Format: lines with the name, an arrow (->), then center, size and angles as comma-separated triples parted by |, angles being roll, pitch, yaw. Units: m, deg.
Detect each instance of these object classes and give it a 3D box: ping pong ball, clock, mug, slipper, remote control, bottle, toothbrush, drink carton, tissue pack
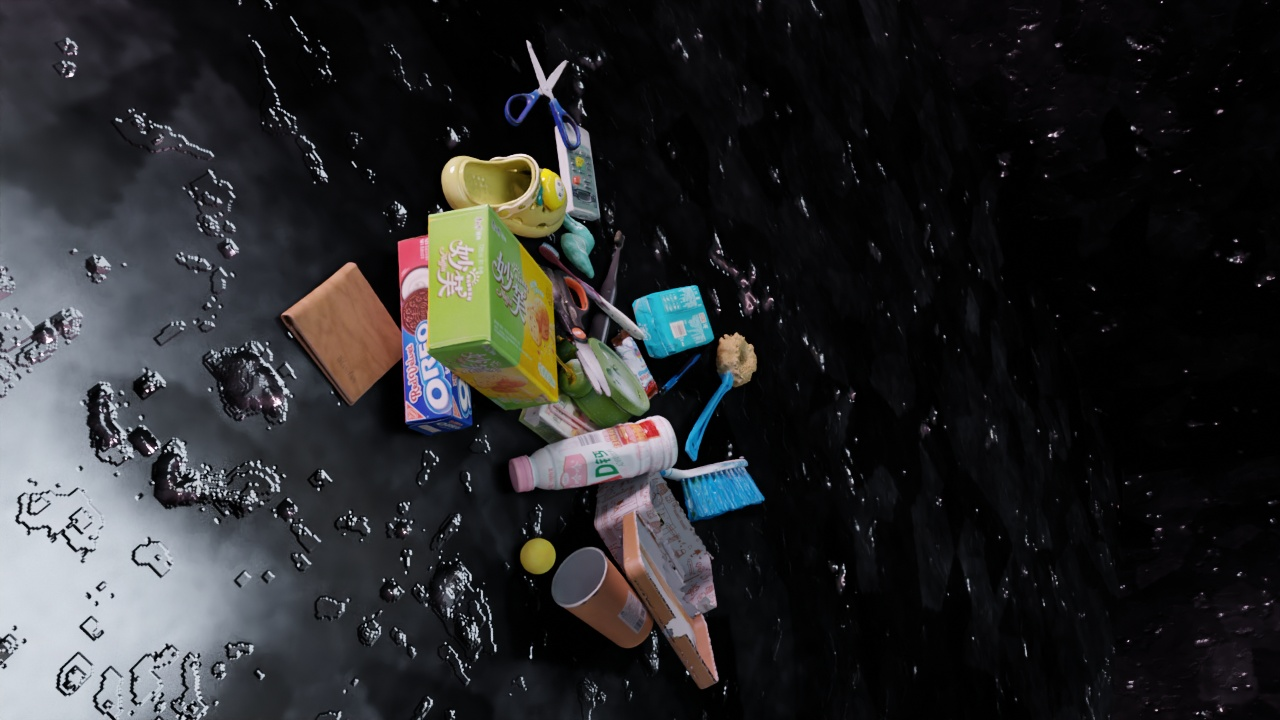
ping pong ball -> -0.117, 0.223, 1.048 | 0.040, 0.040, 0.040 | 21, 61, -45
clock -> -0.057, 0.023, 1.147 | 0.161, 0.056, 0.116 | 43, 14, -30
mug -> -0.039, 0.288, 1.096 | 0.123, 0.078, 0.078 | 50, 44, -33
slipper -> -0.153, -0.207, 1.130 | 0.190, 0.082, 0.091 | 3, 77, -48
remote control -> -0.088, -0.263, 1.277 | 0.056, 0.019, 0.135 | 6, 73, -49
bottle -> -0.056, 0.116, 1.087 | 0.196, 0.068, 0.068 | -11, 85, -21
toothbrush -> -0.045, -0.093, 1.262 | 0.027, 0.026, 0.212 | 59, 35, -52
toothbrush -> 0.073, 0.005, 1.385 | 0.189, 0.016, 0.014 | -43, 120, -46
toothbrush -> -0.063, -0.091, 1.220 | 0.187, 0.016, 0.017 | 41, 37, -16
drink carton -> -0.088, 0.082, 1.130 | 0.122, 0.046, 0.053 | 43, 48, -32
tissue pack -> 0.051, -0.058, 1.347 | 0.133, 0.050, 0.093 | -17, 89, -52

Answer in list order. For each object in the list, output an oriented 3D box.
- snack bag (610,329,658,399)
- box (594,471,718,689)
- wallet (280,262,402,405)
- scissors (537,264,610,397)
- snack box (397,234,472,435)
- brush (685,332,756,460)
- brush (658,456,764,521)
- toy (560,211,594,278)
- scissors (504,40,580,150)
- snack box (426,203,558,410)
snack bag -> -0.008, 0.007, 1.272 | 0.045, 0.026, 0.105 | -41, 107, -46
box -> 0.023, 0.246, 1.079 | 0.177, 0.082, 0.259 | 59, 8, -16
wallet -> -0.297, -0.028, 0.938 | 0.115, 0.020, 0.101 | 59, 42, -22
scissors -> -0.069, -0.039, 1.122 | 0.235, 0.022, 0.148 | 48, 31, 21
snack box -> -0.220, -0.028, 0.985 | 0.058, 0.057, 0.207 | 49, 34, -73
brush -> 0.119, 0.053, 1.406 | 0.083, 0.046, 0.253 | 55, 45, -28
brush -> 0.060, 0.173, 1.279 | 0.313, 0.061, 0.109 | -3, 74, -49
toy -> -0.087, -0.161, 1.227 | 0.096, 0.030, 0.091 | 52, 22, -15
scissors -> -0.130, -0.358, 1.251 | 0.161, 0.012, 0.174 | -37, 94, -42
snack box -> -0.155, -0.049, 0.995 | 0.210, 0.070, 0.157 | 55, 29, -66
